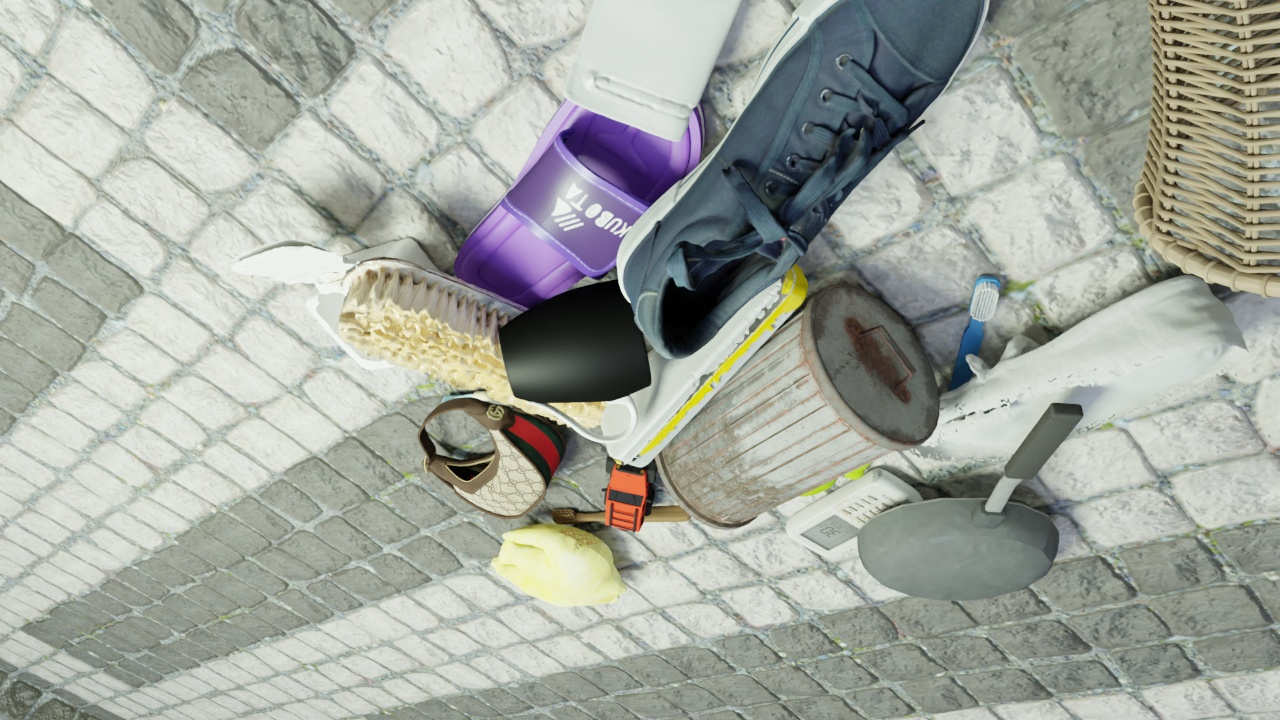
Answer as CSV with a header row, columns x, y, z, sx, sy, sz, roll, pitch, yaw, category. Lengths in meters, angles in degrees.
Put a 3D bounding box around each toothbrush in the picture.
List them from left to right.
x,y,z,sx,sy,sz,roll,pitch,yaw,category
-0.121,0.035,0.877,0.155,0.016,0.022,-5,176,24,toothbrush
-0.023,0.165,0.982,0.167,0.016,0.016,-6,134,25,toothbrush
0.254,0.000,0.713,0.016,0.014,0.167,7,138,12,toothbrush

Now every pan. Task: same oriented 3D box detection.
x,y,z,sx,sy,sz,roll,pitch,yaw,category
0.290,0.133,0.768,0.178,0.041,0.358,4,147,3,pan

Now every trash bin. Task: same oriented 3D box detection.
x,y,z,sx,sy,sz,roll,pitch,yaw,category
0.120,0.040,0.716,0.131,0.130,0.212,34,136,-17,trash bin

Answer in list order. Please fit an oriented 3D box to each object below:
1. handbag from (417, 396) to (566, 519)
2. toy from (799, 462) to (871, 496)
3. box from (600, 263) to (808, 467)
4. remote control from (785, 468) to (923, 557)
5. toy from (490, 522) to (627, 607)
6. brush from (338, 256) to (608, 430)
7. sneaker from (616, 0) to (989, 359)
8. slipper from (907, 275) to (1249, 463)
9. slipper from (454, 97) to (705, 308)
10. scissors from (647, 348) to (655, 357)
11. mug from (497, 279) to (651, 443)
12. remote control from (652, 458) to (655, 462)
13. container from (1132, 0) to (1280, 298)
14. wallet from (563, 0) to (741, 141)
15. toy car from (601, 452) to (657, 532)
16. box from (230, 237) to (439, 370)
x,y,z,sx,sy,sz,roll,pitch,yaw,category
-0.156,0.095,0.922,0.138,0.063,0.167,33,142,-9,handbag
0.157,0.094,0.831,0.094,0.036,0.094,22,133,-15,toy
0.044,-0.001,0.699,0.033,0.064,0.210,25,119,-34,box
0.203,0.148,0.879,0.060,0.025,0.139,32,136,-15,remote control
-0.091,0.238,1.046,0.155,0.064,0.171,21,144,-6,toy
-0.115,-0.007,0.746,0.271,0.056,0.083,24,144,-36,brush
0.091,-0.107,0.536,0.120,0.127,0.295,26,120,-29,sneaker
0.297,0.015,0.669,0.112,0.074,0.248,31,137,-25,slipper
-0.056,-0.097,0.663,0.107,0.083,0.267,36,135,-19,slipper
-0.004,0.016,0.752,0.170,0.012,0.132,-34,143,2,scissors
-0.046,0.007,0.679,0.100,0.085,0.119,-14,98,-4,mug
0.030,0.090,0.852,0.041,0.020,0.152,-16,148,16,remote control
0.308,-0.169,0.373,0.227,0.226,0.196,-14,122,30,container
0.009,-0.198,0.552,0.086,0.032,0.116,24,114,-9,wallet
-0.012,0.131,0.917,0.051,0.048,0.100,12,138,6,toy car
-0.239,-0.065,0.767,0.111,0.083,0.190,-13,146,28,box
